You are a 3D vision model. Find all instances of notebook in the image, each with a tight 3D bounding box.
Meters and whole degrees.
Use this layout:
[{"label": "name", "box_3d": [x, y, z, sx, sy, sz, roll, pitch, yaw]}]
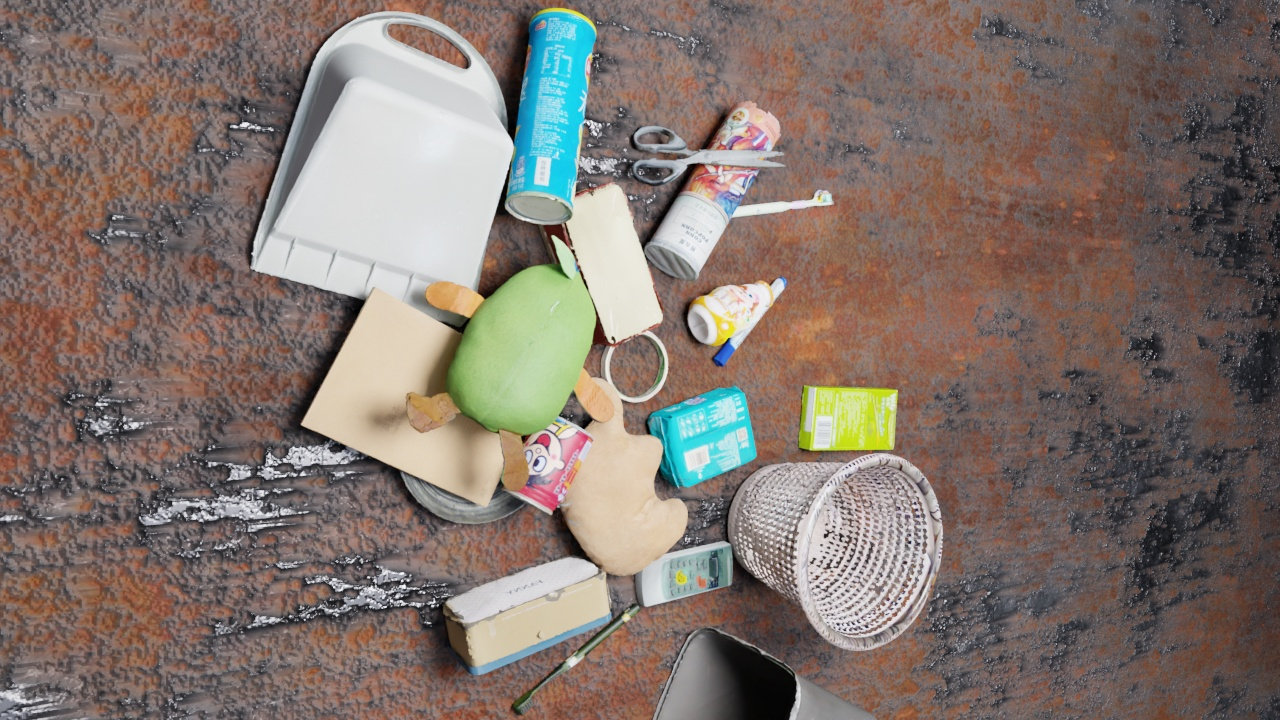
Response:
[{"label": "notebook", "box_3d": [-0.210, 0.042, 0.925, 0.211, 0.012, 0.149, 31, 78, -30]}]

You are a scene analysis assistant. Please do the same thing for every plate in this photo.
[{"label": "plate", "box_3d": [-0.174, 0.084, 0.973, 0.179, 0.024, 0.179, -3, 96, -33]}]

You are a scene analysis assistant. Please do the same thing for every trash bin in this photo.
[{"label": "trash bin", "box_3d": [0.160, 0.464, 1.116, 0.219, 0.199, 0.198, 31, 78, -35]}, {"label": "trash bin", "box_3d": [0.220, 0.213, 1.122, 0.227, 0.192, 0.227, -3, 95, -31]}]

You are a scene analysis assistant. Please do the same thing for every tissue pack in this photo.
[{"label": "tissue pack", "box_3d": [0.079, 0.091, 1.111, 0.133, 0.050, 0.093, -17, 101, -30]}]

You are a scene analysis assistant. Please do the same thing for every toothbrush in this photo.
[{"label": "toothbrush", "box_3d": [0.166, -0.196, 1.160, 0.189, 0.029, 0.020, -13, 141, -29]}, {"label": "toothbrush", "box_3d": [-0.070, 0.344, 1.064, 0.185, 0.012, 0.017, -35, 117, -25]}]

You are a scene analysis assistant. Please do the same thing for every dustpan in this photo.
[{"label": "dustpan", "box_3d": [-0.240, -0.201, 0.917, 0.222, 0.142, 0.258, 16, 115, -31]}]

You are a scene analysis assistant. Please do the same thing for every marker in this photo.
[{"label": "marker", "box_3d": [0.139, -0.050, 1.156, 0.017, 0.017, 0.145, 48, 70, -25]}]

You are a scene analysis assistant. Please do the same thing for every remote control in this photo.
[{"label": "remote control", "box_3d": [0.055, 0.262, 1.128, 0.135, 0.019, 0.056, -5, 97, -31]}]

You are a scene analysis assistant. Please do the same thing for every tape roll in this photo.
[{"label": "tape roll", "box_3d": [-0.006, 0.006, 1.073, 0.085, 0.014, 0.086, -3, 95, -31]}]

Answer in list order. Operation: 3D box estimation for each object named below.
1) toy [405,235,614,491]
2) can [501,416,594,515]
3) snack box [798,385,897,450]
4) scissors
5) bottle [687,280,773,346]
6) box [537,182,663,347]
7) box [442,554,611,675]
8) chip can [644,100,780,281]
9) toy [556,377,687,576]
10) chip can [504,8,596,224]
[{"label": "toy", "box_3d": [-0.121, -0.001, 0.916, 0.227, 0.090, 0.246, 37, 63, -16]}, {"label": "can", "box_3d": [-0.098, 0.108, 0.968, 0.066, 0.067, 0.093, 34, 76, -29]}, {"label": "snack box", "box_3d": [0.285, 0.079, 1.250, 0.156, 0.026, 0.086, 2, 93, -31]}, {"label": "scissors", "box_3d": [0.074, -0.240, 1.048, 0.172, 0.014, 0.146, -34, 76, -7]}, {"label": "bottle", "box_3d": [0.111, -0.062, 1.111, 0.108, 0.063, 0.063, -27, 107, -27]}, {"label": "box", "box_3d": [-0.038, -0.104, 1.006, 0.091, 0.080, 0.168, -28, 108, -26]}, {"label": "box", "box_3d": [-0.126, 0.269, 0.980, 0.184, 0.090, 0.061, -16, 103, -27]}, {"label": "chip can", "box_3d": [0.087, -0.200, 1.081, 0.071, 0.071, 0.214, 39, 74, -28]}, {"label": "toy", "box_3d": [-0.033, 0.134, 1.035, 0.143, 0.083, 0.226, -29, 105, -31]}, {"label": "chip can", "box_3d": [-0.091, -0.249, 0.940, 0.071, 0.071, 0.210, 15, 73, -32]}]
